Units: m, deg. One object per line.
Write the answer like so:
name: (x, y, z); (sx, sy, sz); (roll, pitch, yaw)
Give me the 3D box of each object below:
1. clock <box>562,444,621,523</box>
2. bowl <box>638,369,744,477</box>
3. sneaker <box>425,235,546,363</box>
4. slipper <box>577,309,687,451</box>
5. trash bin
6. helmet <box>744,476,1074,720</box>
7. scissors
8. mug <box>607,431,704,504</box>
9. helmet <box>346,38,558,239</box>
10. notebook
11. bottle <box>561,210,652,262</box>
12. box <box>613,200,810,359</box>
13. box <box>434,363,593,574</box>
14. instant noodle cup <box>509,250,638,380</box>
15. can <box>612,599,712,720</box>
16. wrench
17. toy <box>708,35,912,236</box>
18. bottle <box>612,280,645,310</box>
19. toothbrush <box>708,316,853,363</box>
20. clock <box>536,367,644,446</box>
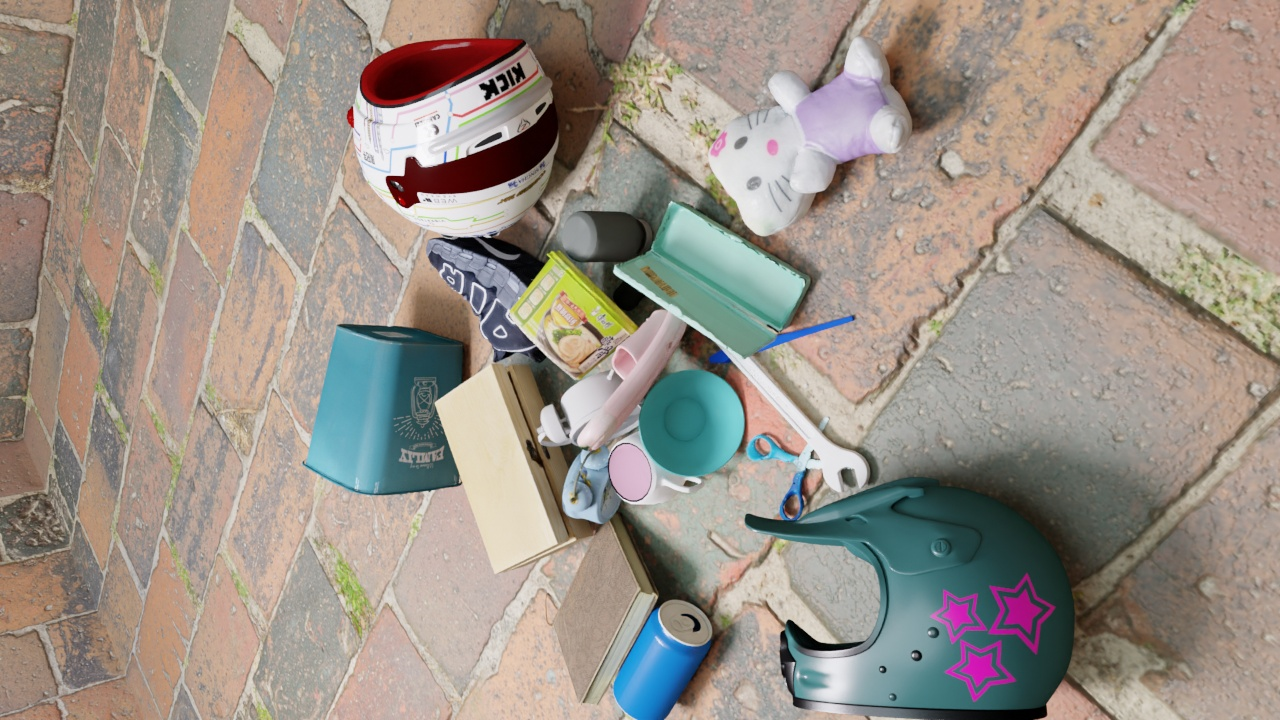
clock: (-0.059, 0.152, 1.128); (0.052, 0.124, 0.088); (15, 70, 21)
bowl: (0.055, 0.070, 1.053); (0.046, 0.121, 0.121); (-163, 67, -82)
sneaker: (-0.200, -0.076, 1.254); (0.253, 0.097, 0.151); (29, 117, 31)
slipper: (-0.006, 0.006, 1.021); (0.055, 0.221, 0.107); (33, 159, 3)
trash bin: (-0.373, 0.066, 1.374); (0.199, 0.196, 0.219); (15, 100, 39)
helmet: (0.233, 0.204, 0.817); (0.275, 0.176, 0.200); (-5, 75, 20)
scissors: (0.172, 0.120, 0.995); (0.128, 0.014, 0.127); (-3, 91, 37)
mug: (0.025, 0.131, 1.085); (0.124, 0.076, 0.090); (18, 108, 40)
helmet: (-0.222, -0.270, 1.152); (0.315, 0.230, 0.236); (20, 140, 43)
notebook: (-0.059, 0.308, 1.194); (0.216, 0.034, 0.190); (-66, 32, 26)
bottle: (-0.037, -0.146, 1.082); (0.060, 0.108, 0.060); (7, 100, 42)
box: (0.075, -0.091, 0.988); (0.187, 0.112, 0.078); (37, 139, 25)
box: (-0.173, 0.141, 1.207); (0.128, 0.091, 0.249); (-27, 75, 22)
instant noodle cup: (-0.082, -0.049, 1.090); (0.098, 0.146, 0.146); (-46, 61, 0)
can: (0.026, 0.367, 1.115); (0.079, 0.078, 0.146); (42, 122, 30)
wrench: (0.144, 0.036, 0.994); (0.273, 0.009, 0.047); (49, 118, 23)
toy: (0.164, -0.217, 0.906); (0.210, 0.085, 0.137); (-27, 75, 40)
bottle: (0.012, -0.109, 1.093); (0.123, 0.033, 0.033); (-47, 65, 35)
toothbrush: (0.148, -0.022, 0.995); (0.187, 0.011, 0.016); (-18, 84, 42)
clock: (-0.058, 0.070, 1.129); (0.160, 0.119, 0.061); (-37, 65, 28)
